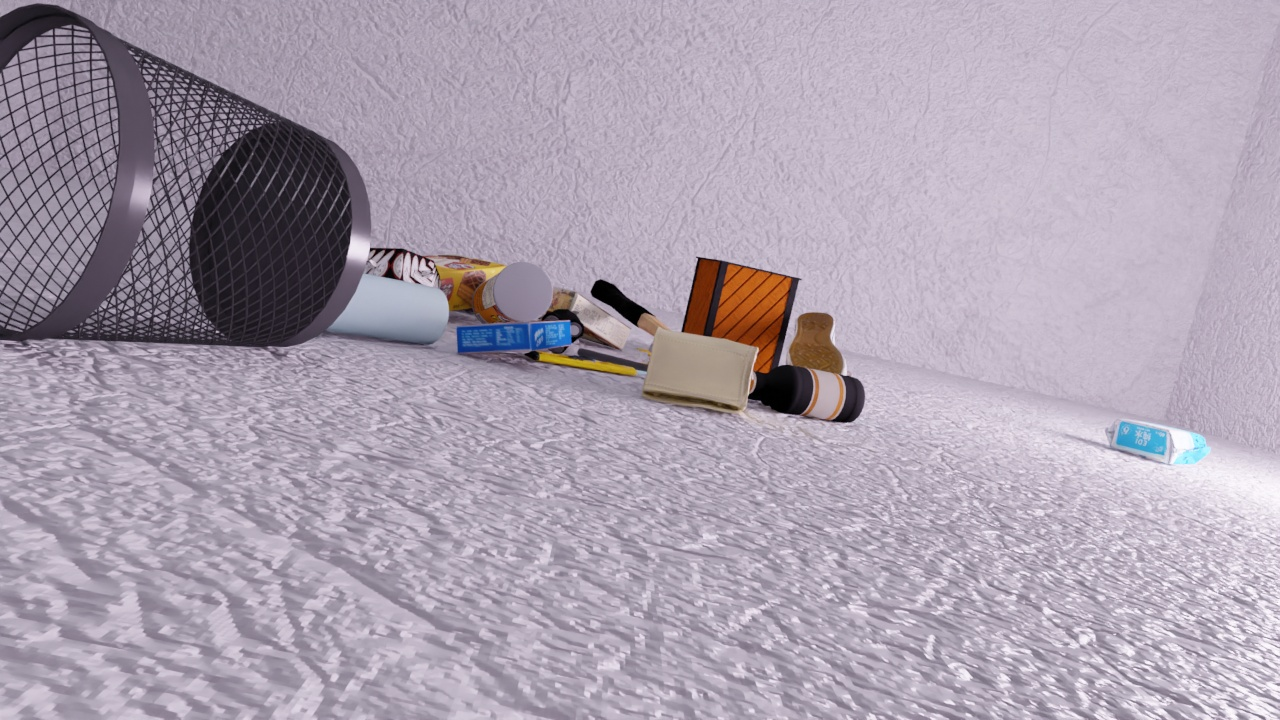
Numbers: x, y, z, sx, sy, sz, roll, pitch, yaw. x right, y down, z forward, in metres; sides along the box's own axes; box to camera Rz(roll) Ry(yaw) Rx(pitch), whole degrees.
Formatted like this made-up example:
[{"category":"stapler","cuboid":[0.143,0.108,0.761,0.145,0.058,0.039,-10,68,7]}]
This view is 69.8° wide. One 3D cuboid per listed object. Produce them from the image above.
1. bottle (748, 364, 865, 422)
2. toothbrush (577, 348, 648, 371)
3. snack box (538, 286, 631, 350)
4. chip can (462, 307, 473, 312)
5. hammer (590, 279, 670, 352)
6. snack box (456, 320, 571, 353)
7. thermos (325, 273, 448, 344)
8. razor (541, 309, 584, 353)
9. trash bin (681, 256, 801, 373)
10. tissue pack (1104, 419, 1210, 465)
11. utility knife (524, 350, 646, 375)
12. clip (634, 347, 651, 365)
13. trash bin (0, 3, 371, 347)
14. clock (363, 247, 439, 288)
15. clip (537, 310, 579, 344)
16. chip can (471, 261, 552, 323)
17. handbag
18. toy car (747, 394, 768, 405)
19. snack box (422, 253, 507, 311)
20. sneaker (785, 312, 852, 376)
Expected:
[{"category":"bottle","cuboid":[0.183,0.035,1.118,0.181,0.059,0.059,10,7,-22]},{"category":"toothbrush","cuboid":[-0.007,0.007,1.216,0.167,0.013,0.013,14,-2,16]},{"category":"snack box","cuboid":[-0.112,-0.073,1.429,0.147,0.041,0.143,17,-9,41]},{"category":"chip can","cuboid":[-0.285,-0.116,1.510,0.229,0.080,0.080,11,6,-13]},{"category":"hammer","cuboid":[0.016,-0.050,1.323,0.131,0.039,0.328,19,12,-35]},{"category":"snack box","cuboid":[-0.143,-0.028,1.063,0.087,0.034,0.151,-2,3,13]},{"category":"thermos","cuboid":[-0.300,-0.061,0.946,0.206,0.078,0.065,10,11,-46]},{"category":"razor","cuboid":[-0.108,-0.041,1.249,0.057,0.060,0.156,17,2,-5]},{"category":"trash bin","cuboid":[0.159,-0.072,1.532,0.139,0.172,0.140,11,6,-14]},{"category":"tissue pack","cuboid":[0.903,0.144,1.606,0.092,0.062,0.144,8,5,-26]},{"category":"utility knife","cuboid":[-0.057,0.006,1.129,0.178,0.017,0.030,13,13,-29]},{"category":"clip","cuboid":[0.018,0.005,1.280,0.054,0.045,0.049,10,49,-32]},{"category":"trash bin","cuboid":[-0.354,-0.113,0.689,0.218,0.218,0.227,16,3,27]},{"category":"clock","cuboid":[-0.315,-0.080,1.147,0.114,0.065,0.155,9,-22,-23]},{"category":"clip","cuboid":[-0.115,-0.039,1.340,0.102,0.050,0.058,-9,-40,44]},{"category":"chip can","cuboid":[-0.178,-0.084,1.244,0.075,0.075,0.215,11,-4,-17]},{"category":"handbag","cuboid":[0.068,0.014,1.019,0.119,0.081,0.111,11,-1,4]},{"category":"toy car","cuboid":[0.128,0.032,1.160,0.112,0.034,0.046,11,6,-11]},{"category":"snack box","cuboid":[-0.302,-0.113,1.337,0.110,0.062,0.229,14,14,24]},{"category":"sneaker","cuboid":[0.269,0.011,1.410,0.118,0.088,0.240,2,28,9]}]
